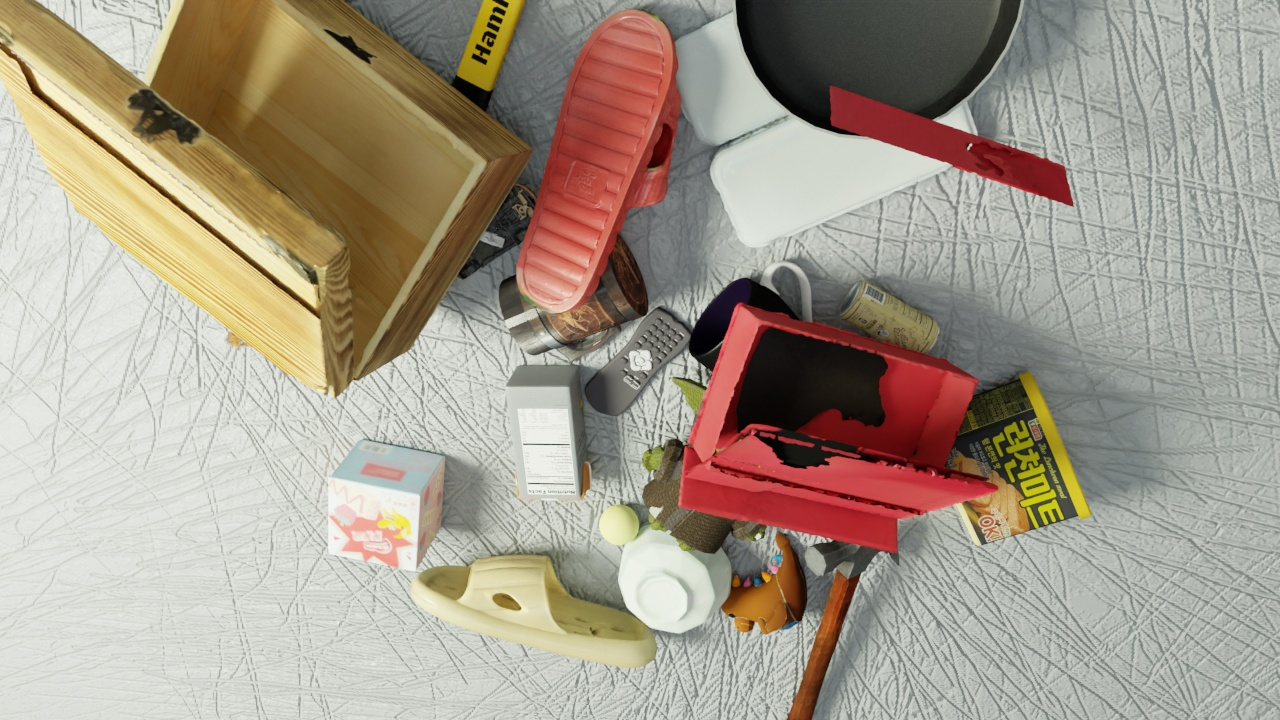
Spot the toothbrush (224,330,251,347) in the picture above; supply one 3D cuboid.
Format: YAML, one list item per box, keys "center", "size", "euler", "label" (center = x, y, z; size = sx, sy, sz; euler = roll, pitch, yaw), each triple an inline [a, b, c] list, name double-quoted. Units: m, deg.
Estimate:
- center: [-0.312, -0.018, 0.891]
  size: [0.184, 0.015, 0.015]
  euler: [3, 121, 5]
  label: "toothbrush"

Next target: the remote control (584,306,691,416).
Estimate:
- center: [-0.005, 0.005, 0.861]
  size: [0.046, 0.009, 0.125]
  euler: [38, 114, -10]
  label: "remote control"

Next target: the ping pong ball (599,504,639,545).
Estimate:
- center: [-0.021, 0.165, 0.920]
  size: [0.040, 0.040, 0.040]
  euler: [3, 115, 6]
  label: "ping pong ball"

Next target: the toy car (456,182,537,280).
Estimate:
- center: [-0.127, -0.116, 0.801]
  size: [0.112, 0.047, 0.047]
  euler: [-29, 106, 23]
  label: "toy car"

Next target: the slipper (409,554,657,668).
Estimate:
- center: [-0.100, 0.241, 0.943]
  size: [0.261, 0.111, 0.079]
  euler: [19, 94, -6]
  label: "slipper"

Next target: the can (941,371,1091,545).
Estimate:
- center: [0.326, 0.091, 0.823]
  size: [0.101, 0.072, 0.131]
  euler: [-23, 110, 20]
  label: "can"

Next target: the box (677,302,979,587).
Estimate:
- center: [0.126, 0.199, 0.726]
  size: [0.214, 0.138, 0.467]
  euler: [15, 85, -17]
  label: "box"

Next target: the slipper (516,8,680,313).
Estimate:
- center: [-0.025, -0.154, 0.742]
  size: [0.104, 0.059, 0.249]
  euler: [23, 97, 31]
  label: "slipper"

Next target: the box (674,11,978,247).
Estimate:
- center: [0.144, -0.206, 0.730]
  size: [0.209, 0.037, 0.190]
  euler: [-20, 113, 14]
  label: "box"

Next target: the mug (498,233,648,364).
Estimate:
- center: [-0.050, -0.047, 0.814]
  size: [0.107, 0.079, 0.116]
  euler: [-21, 136, 17]
  label: "mug"

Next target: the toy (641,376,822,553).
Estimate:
- center: [0.072, 0.111, 0.861]
  size: [0.179, 0.078, 0.153]
  euler: [36, 111, -6]
  label: "toy"

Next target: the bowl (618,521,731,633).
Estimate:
- center: [0.028, 0.223, 0.915]
  size: [0.117, 0.061, 0.117]
  euler: [5, 108, 17]
  label: "bowl"

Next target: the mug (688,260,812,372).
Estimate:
- center: [0.115, -0.025, 0.800]
  size: [0.100, 0.085, 0.119]
  euler: [35, 85, -19]
  label: "mug"

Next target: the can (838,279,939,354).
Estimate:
- center: [0.216, -0.035, 0.796]
  size: [0.079, 0.038, 0.038]
  euler: [29, 115, -6]
  label: "can"

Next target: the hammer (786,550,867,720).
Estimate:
- center: [0.189, 0.284, 0.932]
  size: [0.110, 0.028, 0.301]
  euler: [-14, 129, -30]
  label: "hammer"

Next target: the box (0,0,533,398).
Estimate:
- center: [-0.299, -0.120, 0.686]
  size: [0.279, 0.263, 0.270]
  euler: [38, 116, 0]
  label: "box"

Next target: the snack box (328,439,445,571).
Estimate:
- center: [-0.254, 0.145, 0.922]
  size: [0.093, 0.079, 0.095]
  euler: [11, 116, 3]
  label: "snack box"

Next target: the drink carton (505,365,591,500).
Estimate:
- center: [-0.088, 0.071, 0.881]
  size: [0.076, 0.048, 0.125]
  euler: [0, 115, 8]
  label: "drink carton"

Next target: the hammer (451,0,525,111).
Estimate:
- center: [-0.121, -0.253, 0.748]
  size: [0.170, 0.034, 0.325]
  euler: [26, 117, -6]
  label: "hammer"

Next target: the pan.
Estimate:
- center: [0.169, -0.339, 0.644]
  size: [0.204, 0.044, 0.356]
  euler: [2, 109, 8]
  label: "pan"

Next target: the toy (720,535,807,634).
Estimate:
- center: [0.123, 0.227, 0.935]
  size: [0.090, 0.070, 0.103]
  euler: [-6, 91, 24]
  label: "toy"
